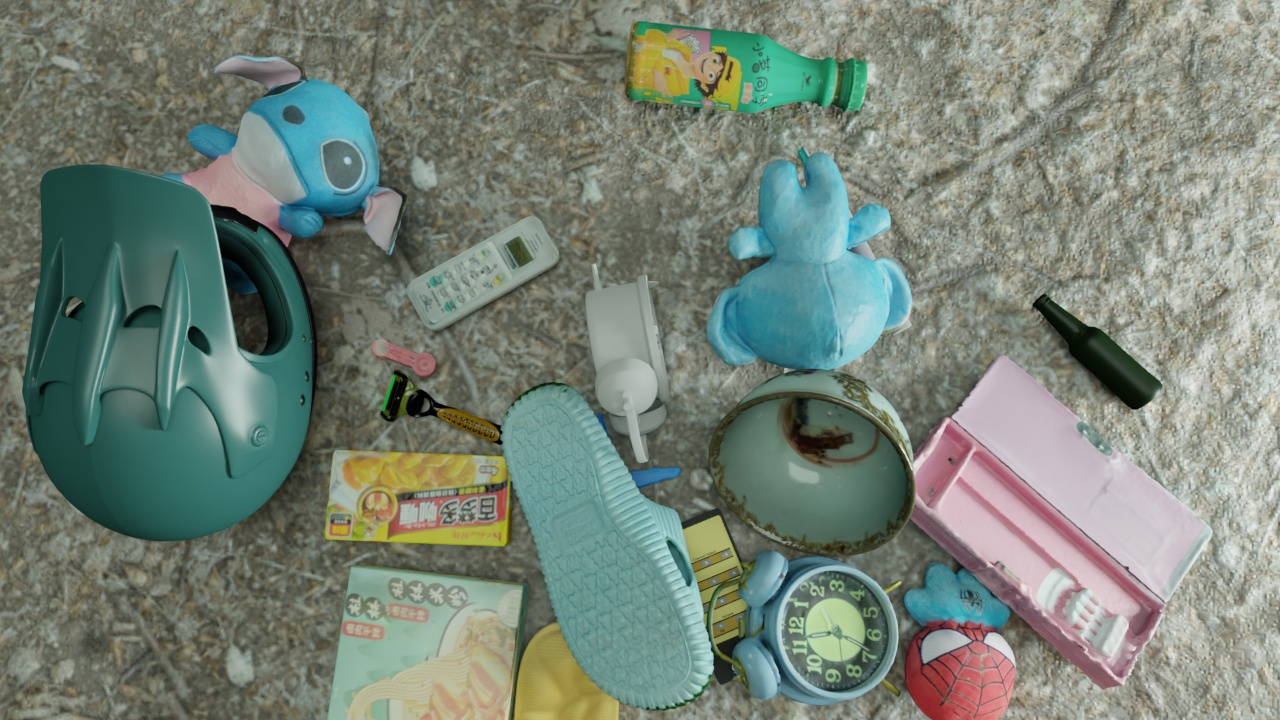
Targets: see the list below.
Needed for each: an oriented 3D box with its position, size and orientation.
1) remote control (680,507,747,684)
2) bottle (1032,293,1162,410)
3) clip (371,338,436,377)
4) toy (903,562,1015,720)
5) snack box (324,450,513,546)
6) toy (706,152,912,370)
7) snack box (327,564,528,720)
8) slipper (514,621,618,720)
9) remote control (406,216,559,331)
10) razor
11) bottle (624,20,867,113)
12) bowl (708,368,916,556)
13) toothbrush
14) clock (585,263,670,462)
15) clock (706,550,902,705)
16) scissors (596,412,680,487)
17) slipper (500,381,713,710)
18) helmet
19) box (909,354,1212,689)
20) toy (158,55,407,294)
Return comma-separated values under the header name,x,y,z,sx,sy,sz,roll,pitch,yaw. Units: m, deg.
name,x,y,z,sx,sy,sz,roll,pitch,yaw
remote control,0.065,0.195,0.764,0.058,0.013,0.133,-23,81,-4
bottle,0.389,-0.011,0.789,0.033,0.033,0.123,-45,82,-7
clip,-0.208,-0.002,0.799,0.059,0.045,0.023,24,82,-31
toy,0.256,0.228,0.736,0.092,0.062,0.132,13,65,-12
snack box,-0.184,0.116,0.773,0.152,0.025,0.075,2,80,1
toy,0.134,-0.078,0.765,0.183,0.115,0.181,-12,102,-7
snack box,-0.173,0.269,0.737,0.141,0.044,0.193,6,81,3
slipper,-0.061,0.337,0.708,0.099,0.078,0.263,2,78,1
remote control,-0.137,-0.076,0.807,0.133,0.022,0.050,-30,81,-5
razor,-0.151,0.053,0.786,0.144,0.021,0.044,21,99,5
bottle,0.093,-0.255,0.814,0.210,0.068,0.068,7,80,1
bowl,0.145,0.067,0.735,0.160,0.160,0.093,30,41,5
toothbrush,0.187,-0.109,0.814,0.019,0.018,0.188,-25,81,-6
clock,-0.005,0.005,0.749,0.061,0.120,0.159,-11,69,3
clock,0.129,0.213,0.728,0.162,0.060,0.118,5,75,-9
scissors,-0.027,0.107,0.780,0.125,0.013,0.126,-11,85,-1
slipper,-0.029,0.145,0.737,0.116,0.069,0.276,-30,74,13
helmet,-0.343,0.000,0.672,0.176,0.200,0.275,6,101,4
box,0.340,0.129,0.765,0.232,0.040,0.178,43,67,8
toy,-0.304,-0.147,0.785,0.191,0.099,0.224,-43,85,-1
